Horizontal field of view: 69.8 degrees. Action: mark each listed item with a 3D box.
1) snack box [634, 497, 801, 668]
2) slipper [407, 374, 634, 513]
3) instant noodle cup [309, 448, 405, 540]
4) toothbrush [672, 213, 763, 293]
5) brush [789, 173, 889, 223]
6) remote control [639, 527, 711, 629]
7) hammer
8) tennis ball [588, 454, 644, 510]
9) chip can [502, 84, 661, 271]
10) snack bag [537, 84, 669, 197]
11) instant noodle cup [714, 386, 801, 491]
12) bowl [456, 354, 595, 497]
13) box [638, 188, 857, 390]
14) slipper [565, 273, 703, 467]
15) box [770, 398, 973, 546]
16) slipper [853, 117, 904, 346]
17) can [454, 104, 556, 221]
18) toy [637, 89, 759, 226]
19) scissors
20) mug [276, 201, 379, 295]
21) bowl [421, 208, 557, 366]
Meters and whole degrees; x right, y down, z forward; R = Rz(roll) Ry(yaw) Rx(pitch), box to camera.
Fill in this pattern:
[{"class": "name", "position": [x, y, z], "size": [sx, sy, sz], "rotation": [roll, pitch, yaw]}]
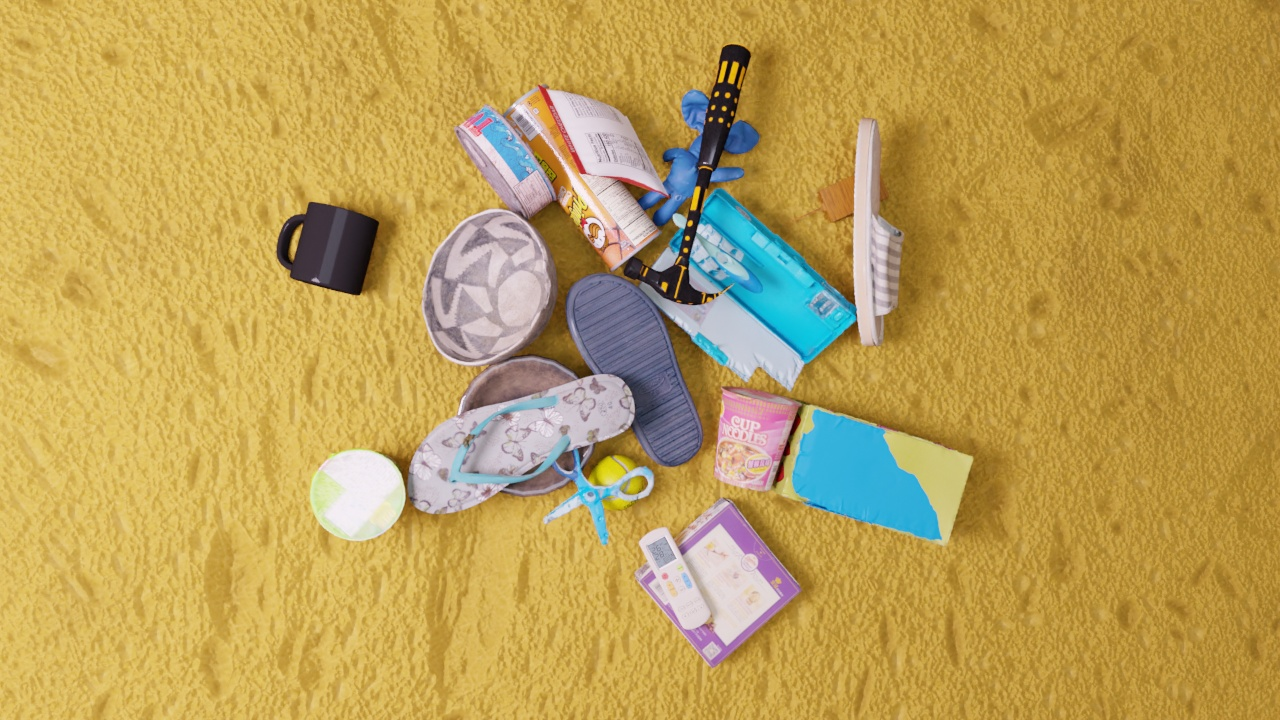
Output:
[{"class": "snack box", "position": [0.094, 0.268, 1.113], "size": [0.148, 0.040, 0.143], "rotation": [-39, 95, -6]}, {"class": "slipper", "position": [-0.135, 0.082, 0.999], "size": [0.268, 0.055, 0.098], "rotation": [-25, 86, -4]}, {"class": "instant noodle cup", "position": [-0.306, 0.142, 1.023], "size": [0.099, 0.108, 0.099], "rotation": [0, 90, -8]}, {"class": "toothbrush", "position": [0.088, -0.122, 1.049], "size": [0.135, 0.017, 0.022], "rotation": [40, 86, -8]}, {"class": "brush", "position": [0.245, -0.198, 1.143], "size": [0.126, 0.017, 0.048], "rotation": [-24, 94, -7]}, {"class": "remote control", "position": [0.041, 0.255, 1.076], "size": [0.038, 0.018, 0.125], "rotation": [-28, 92, -7]}, {"class": "hammer", "position": [0.077, -0.215, 1.037], "size": [0.123, 0.036, 0.320], "rotation": [20, 76, -17]}, {"class": "tennis ball", "position": [-0.028, 0.145, 1.083], "size": [0.065, 0.065, 0.065], "rotation": [0, 90, -8]}, {"class": "chip can", "position": [-0.070, -0.211, 1.070], "size": [0.075, 0.075, 0.215], "rotation": [-39, 95, -6]}, {"class": "snack bag", "position": [-0.038, -0.247, 1.034], "size": [0.039, 0.143, 0.130], "rotation": [-41, 62, 33]}, {"class": "instant noodle cup", "position": [0.133, 0.094, 1.096], "size": [0.097, 0.097, 0.108], "rotation": [11, 96, -8]}, {"class": "bowl", "position": [-0.131, 0.074, 1.066], "size": [0.162, 0.070, 0.162], "rotation": [0, 90, -8]}, {"class": "box", "position": [0.125, -0.073, 1.099], "size": [0.227, 0.086, 0.169], "rotation": [40, 87, -6]}, {"class": "slipper", "position": [-0.006, 0.006, 1.085], "size": [0.101, 0.082, 0.264], "rotation": [-31, 114, -6]}, {"class": "box", "position": [0.275, 0.136, 1.121], "size": [0.221, 0.083, 0.124], "rotation": [16, 88, -5]}, {"class": "slipper", "position": [0.283, -0.151, 1.095], "size": [0.054, 0.114, 0.273], "rotation": [0, 101, 25]}, {"class": "can", "position": [-0.151, -0.220, 1.031], "size": [0.044, 0.130, 0.130], "rotation": [-39, 95, -6]}, {"class": "toy", "position": [0.061, -0.242, 1.095], "size": [0.113, 0.071, 0.176], "rotation": [41, 85, -17]}, {"class": "scissors", "position": [-0.055, 0.140, 1.036], "size": [0.134, 0.011, 0.139], "rotation": [-29, 94, -5]}, {"class": "mug", "position": [-0.360, -0.128, 1.037], "size": [0.114, 0.078, 0.088], "rotation": [13, 88, 19]}, {"class": "bowl", "position": [-0.158, -0.075, 1.043], "size": [0.179, 0.081, 0.178], "rotation": [-7, 75, 28]}]
